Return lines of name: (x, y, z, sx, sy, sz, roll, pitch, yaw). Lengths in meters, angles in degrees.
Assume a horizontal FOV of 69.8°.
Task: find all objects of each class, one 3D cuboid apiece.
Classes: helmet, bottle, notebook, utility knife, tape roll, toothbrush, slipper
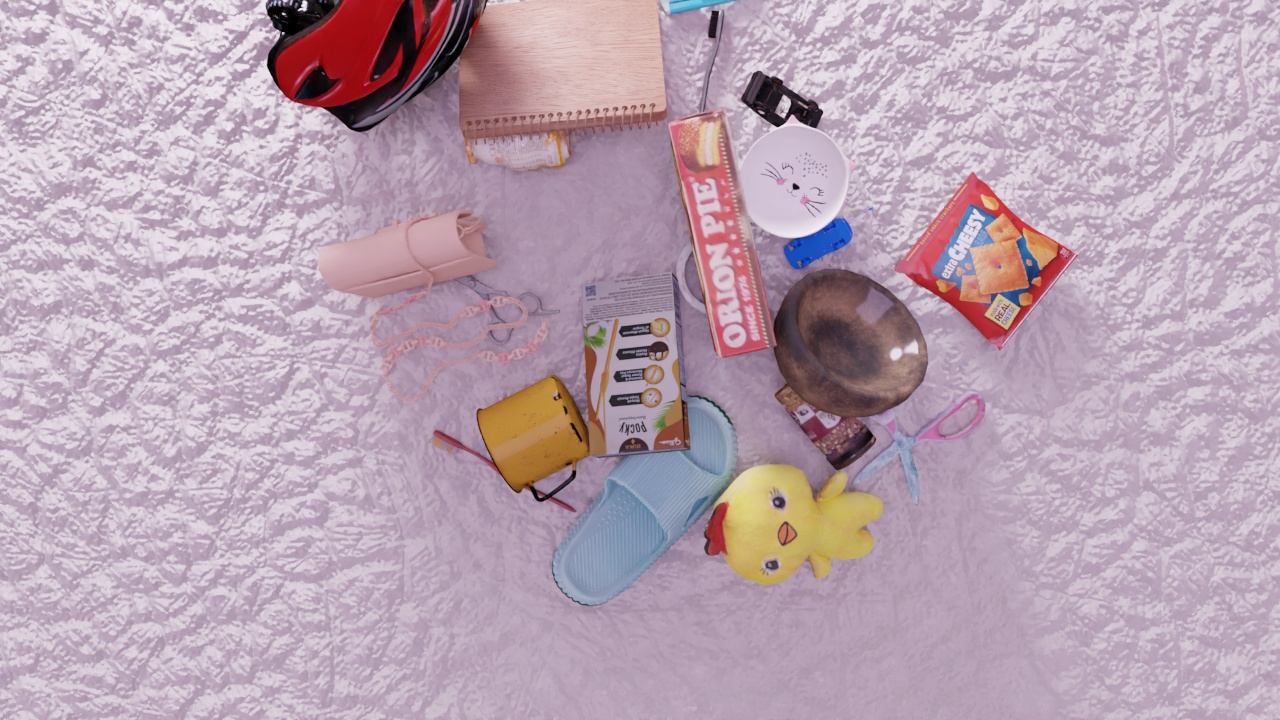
helmet: (-0.250, -0.355, 0.904, 0.272, 0.217, 0.167, -43, 125, 14)
bottle: (-0.131, -0.233, 0.978, 0.109, 0.063, 0.063, -5, 95, 3)
bottle: (0.199, 0.061, 0.990, 0.056, 0.056, 0.105, -40, 88, 5)
notebook: (-0.083, -0.305, 0.955, 0.210, 0.022, 0.169, -5, 68, 2)
utility knife: (0.094, -0.394, 0.981, 0.149, 0.015, 0.022, -12, 97, 1)
tape roll: (0.086, -0.095, 1.004, 0.094, 0.018, 0.094, 0, 95, 2)
toothbrush: (-0.154, 0.129, 1.034, 0.184, 0.015, 0.016, 29, 98, -1)
slipper: (0.005, 0.162, 1.006, 0.116, 0.069, 0.276, 40, 96, -5)
toothbrush: (0.071, -0.294, 0.990, 0.013, 0.012, 0.167, 9, 95, 9)

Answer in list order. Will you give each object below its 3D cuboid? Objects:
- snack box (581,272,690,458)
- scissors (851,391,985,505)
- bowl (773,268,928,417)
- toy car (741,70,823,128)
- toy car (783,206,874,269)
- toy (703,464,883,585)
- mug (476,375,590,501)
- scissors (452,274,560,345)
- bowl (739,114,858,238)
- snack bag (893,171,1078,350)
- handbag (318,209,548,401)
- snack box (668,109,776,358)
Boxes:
snack box: (-0.006, 0.006, 0.975, 0.101, 0.031, 0.186, -6, 78, 14)
scissors: (0.290, 0.071, 1.014, 0.171, 0.013, 0.175, -40, 94, 9)
bowl: (0.209, -0.011, 0.950, 0.162, 0.070, 0.162, 11, 55, -16)
toy car: (0.148, -0.269, 0.972, 0.092, 0.037, 0.040, 24, 95, -26)
toy car: (0.207, -0.137, 1.000, 0.092, 0.061, 0.033, -27, 97, 34)
toy: (0.163, 0.176, 0.993, 0.207, 0.092, 0.134, 6, 101, -8)
mug: (-0.105, 0.086, 0.980, 0.094, 0.100, 0.123, -26, 65, 2)
scissors: (-0.169, -0.085, 1.014, 0.121, 0.014, 0.160, -28, 95, 14)
bowl: (0.165, -0.188, 0.969, 0.115, 0.050, 0.115, 4, 102, 18)
snack bag: (0.369, -0.105, 0.982, 0.144, 0.039, 0.131, 37, 95, -1)
handbag: (-0.216, -0.058, 0.956, 0.199, 0.116, 0.187, -13, 91, 10)
snack box: (0.081, -0.125, 0.935, 0.060, 0.113, 0.236, -12, 95, 3)
